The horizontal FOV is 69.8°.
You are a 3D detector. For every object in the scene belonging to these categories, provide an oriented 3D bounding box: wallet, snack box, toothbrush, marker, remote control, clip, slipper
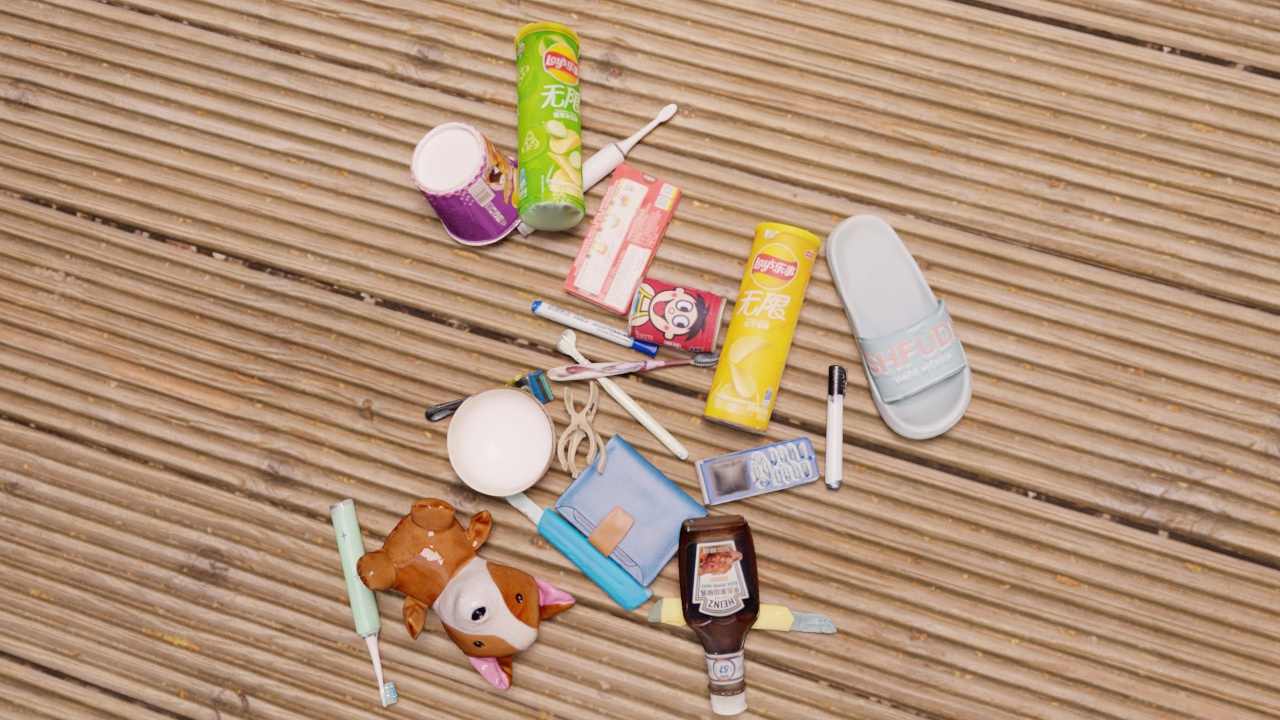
[{"bbox_3d":[-0.011,0.158,0.967,0.133,0.040,0.106,40,84,8],"label":"wallet"},{"bbox_3d":[-0.019,-0.131,1.000,0.075,0.025,0.153,23,87,8],"label":"snack box"},{"bbox_3d":[-0.006,0.006,0.976,0.187,0.017,0.016,-5,79,-5],"label":"toothbrush"},{"bbox_3d":[-0.048,-0.212,1.010,0.221,0.026,0.027,-37,94,0],"label":"toothbrush"},{"bbox_3d":[-0.297,0.260,0.985,0.027,0.026,0.224,-12,83,-19],"label":"toothbrush"},{"bbox_3d":[0.206,0.070,0.966,0.022,0.018,0.130,2,84,-5],"label":"marker"},{"bbox_3d":[0.122,0.116,0.965,0.125,0.024,0.049,-13,83,2],"label":"remote control"},{"bbox_3d":[-0.018,0.039,0.988,0.189,0.020,0.029,43,119,6],"label":"toothbrush"},{"bbox_3d":[-0.073,0.076,0.969,0.081,0.034,0.104,-26,59,11],"label":"clip"},{"bbox_3d":[0.267,-0.041,0.944,0.104,0.074,0.245,-22,82,1],"label":"slipper"},{"bbox_3d":[-0.050,-0.035,0.998,0.146,0.017,0.017,20,86,6],"label":"marker"}]

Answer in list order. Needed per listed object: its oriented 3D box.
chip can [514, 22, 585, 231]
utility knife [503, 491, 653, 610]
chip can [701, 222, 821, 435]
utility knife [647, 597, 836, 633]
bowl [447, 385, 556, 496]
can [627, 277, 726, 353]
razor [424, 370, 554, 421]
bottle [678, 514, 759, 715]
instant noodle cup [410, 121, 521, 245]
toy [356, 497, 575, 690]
[{"bbox_3d":[-0.097,-0.247,0.976,0.072,0.072,0.221,-5,74,4],"label":"chip can"},{"bbox_3d":[-0.076,0.192,0.976,0.207,0.018,0.034,39,85,6],"label":"utility knife"},{"bbox_3d":[0.127,-0.032,0.956,0.072,0.072,0.213,16,87,6],"label":"chip can"},{"bbox_3d":[0.105,0.267,0.954,0.195,0.020,0.031,3,90,12],"label":"utility knife"},{"bbox_3d":[-0.141,0.086,0.971,0.113,0.062,0.113,-1,84,6],"label":"bowl"},{"bbox_3d":[0.039,-0.046,0.966,0.094,0.066,0.066,13,86,5],"label":"can"},{"bbox_3d":[-0.167,0.041,0.999,0.143,0.022,0.043,-15,127,6],"label":"razor"},{"bbox_3d":[0.082,0.257,0.930,0.080,0.044,0.195,-5,90,-1],"label":"bottle"},{"bbox_3d":[-0.184,-0.192,0.971,0.112,0.099,0.111,-6,70,16],"label":"instant noodle cup"},{"bbox_3d":[-0.178,0.232,0.937,0.199,0.130,0.140,43,83,-2],"label":"toy"}]
